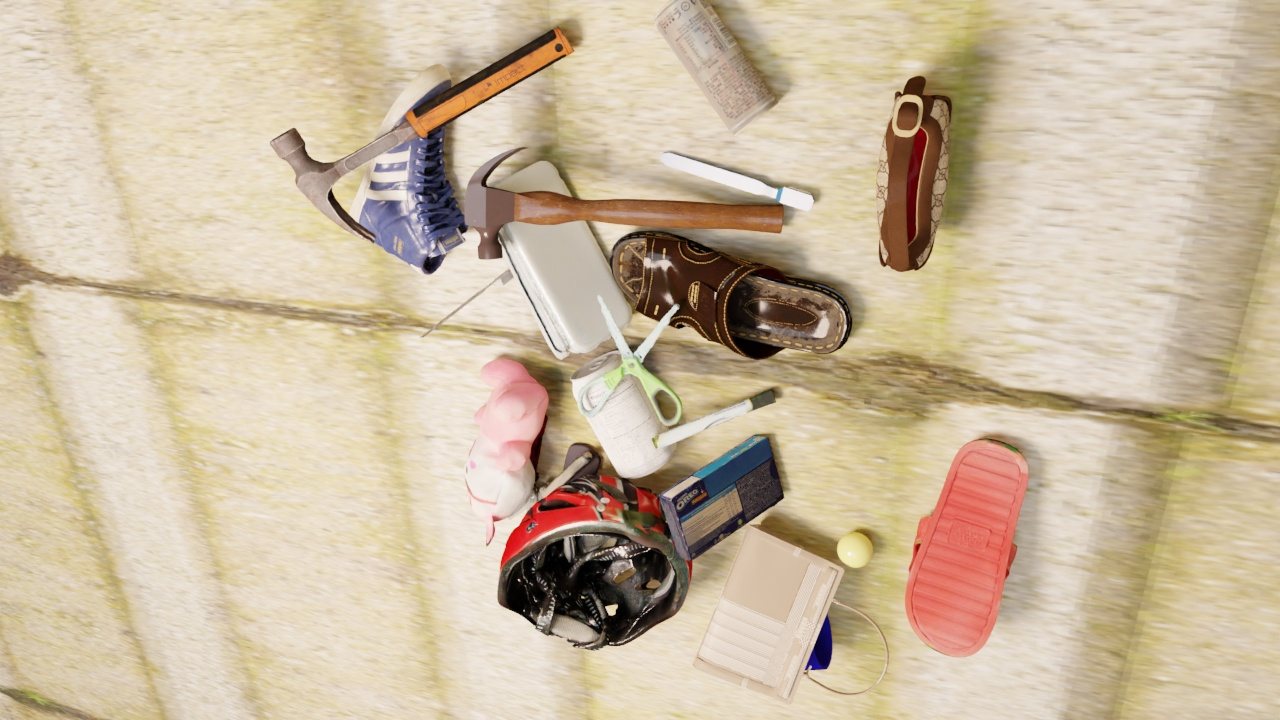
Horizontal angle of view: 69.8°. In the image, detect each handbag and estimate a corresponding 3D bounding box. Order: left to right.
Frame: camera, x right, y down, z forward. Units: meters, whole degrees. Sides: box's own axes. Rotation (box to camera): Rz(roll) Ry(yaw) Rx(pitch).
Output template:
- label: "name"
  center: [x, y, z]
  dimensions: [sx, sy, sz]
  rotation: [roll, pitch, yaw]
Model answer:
- label: "handbag"
  center: [0.185, 0.308, 1.046]
  dimensions: [0.198, 0.062, 0.175]
  rotation: [22, 90, 22]
- label: "handbag"
  center: [0.239, -0.162, 0.813]
  dimensions: [0.063, 0.138, 0.167]
  rotation: [8, 116, 17]

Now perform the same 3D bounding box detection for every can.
- label: "can"
  center: [-0.020, 0.063, 1.066]
  dimensions: [0.078, 0.078, 0.136]
  rotation: [-21, 105, 29]
- label: "can"
  center: [0.071, -0.284, 0.873]
  dimensions: [0.054, 0.054, 0.135]
  rotation: [-32, 100, 31]

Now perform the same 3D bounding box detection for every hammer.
- label: "hammer"
  center: [-0.205, -0.241, 0.944]
  dimensions: [0.314, 0.035, 0.138]
  rotation: [-28, 116, 4]
- label: "hammer"
  center: [-0.018, -0.153, 0.935]
  dimensions: [0.323, 0.033, 0.115]
  rotation: [3, 102, 2]

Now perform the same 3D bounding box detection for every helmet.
- label: "helmet"
  center: [-0.051, 0.236, 1.104]
  dimensions: [0.217, 0.166, 0.273]
  rotation: [26, 134, -17]

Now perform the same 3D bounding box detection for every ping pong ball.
- label: "ping pong ball"
  center: [0.246, 0.218, 1.054]
  dimensions: [0.040, 0.040, 0.040]
  rotation: [9, 117, 18]

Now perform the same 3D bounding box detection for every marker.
- label: "marker"
  center: [0.082, 0.066, 1.027]
  dimensions: [0.146, 0.017, 0.017]
  rotation: [-22, 106, 4]

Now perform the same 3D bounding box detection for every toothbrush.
- label: "toothbrush"
  center: [-0.188, -0.061, 1.013]
  dimensions: [0.010, 0.181, 0.010]
  rotation: [-11, 113, 32]
- label: "toothbrush"
  center: [0.098, -0.185, 0.937]
  dimensions: [0.167, 0.014, 0.016]
  rotation: [21, 121, 16]

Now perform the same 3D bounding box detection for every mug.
- label: "mug"
  center: [0.178, 0.321, 1.118]
  dimensions: [0.084, 0.079, 0.111]
  rotation: [-12, 81, 27]

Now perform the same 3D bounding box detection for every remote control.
- label: "remote control"
  center: [-0.083, 0.158, 1.178]
  dimensions: [0.046, 0.009, 0.125]
  rotation: [24, 121, 10]

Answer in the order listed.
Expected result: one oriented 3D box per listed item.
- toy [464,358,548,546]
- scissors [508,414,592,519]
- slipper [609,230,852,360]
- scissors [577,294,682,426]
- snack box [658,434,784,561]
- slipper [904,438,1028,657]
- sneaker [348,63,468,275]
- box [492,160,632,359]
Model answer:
- label: "toy"
  center: [-0.169, 0.111, 1.132]
  dimensions: [0.084, 0.142, 0.213]
  rotation: [5, 115, -22]
- label: "scissors"
  center: [-0.126, 0.149, 1.182]
  dimensions: [0.180, 0.015, 0.187]
  rotation: [-6, 104, 37]
- label: "slipper"
  center: [0.087, -0.064, 0.961]
  dimensions: [0.268, 0.075, 0.113]
  rotation: [19, 120, 13]
- label: "scissors"
  center: [-0.014, 0.006, 0.988]
  dimensions: [0.168, 0.023, 0.171]
  rotation: [-21, 109, 22]
- label: "snack box"
  center: [0.093, 0.151, 1.026]
  dimensions: [0.027, 0.149, 0.082]
  rotation: [7, 119, 55]
- label: "slipper"
  center: [0.351, 0.198, 0.992]
  dimensions: [0.103, 0.059, 0.249]
  rotation: [13, 103, 17]
- label: "sneaker"
  center: [-0.233, -0.195, 1.019]
  dimensions: [0.118, 0.091, 0.234]
  rotation: [42, 123, 4]
- label: "box"
  center: [-0.119, -0.105, 1.038]
  dimensions: [0.125, 0.106, 0.215]
  rotation: [-13, 108, 54]
